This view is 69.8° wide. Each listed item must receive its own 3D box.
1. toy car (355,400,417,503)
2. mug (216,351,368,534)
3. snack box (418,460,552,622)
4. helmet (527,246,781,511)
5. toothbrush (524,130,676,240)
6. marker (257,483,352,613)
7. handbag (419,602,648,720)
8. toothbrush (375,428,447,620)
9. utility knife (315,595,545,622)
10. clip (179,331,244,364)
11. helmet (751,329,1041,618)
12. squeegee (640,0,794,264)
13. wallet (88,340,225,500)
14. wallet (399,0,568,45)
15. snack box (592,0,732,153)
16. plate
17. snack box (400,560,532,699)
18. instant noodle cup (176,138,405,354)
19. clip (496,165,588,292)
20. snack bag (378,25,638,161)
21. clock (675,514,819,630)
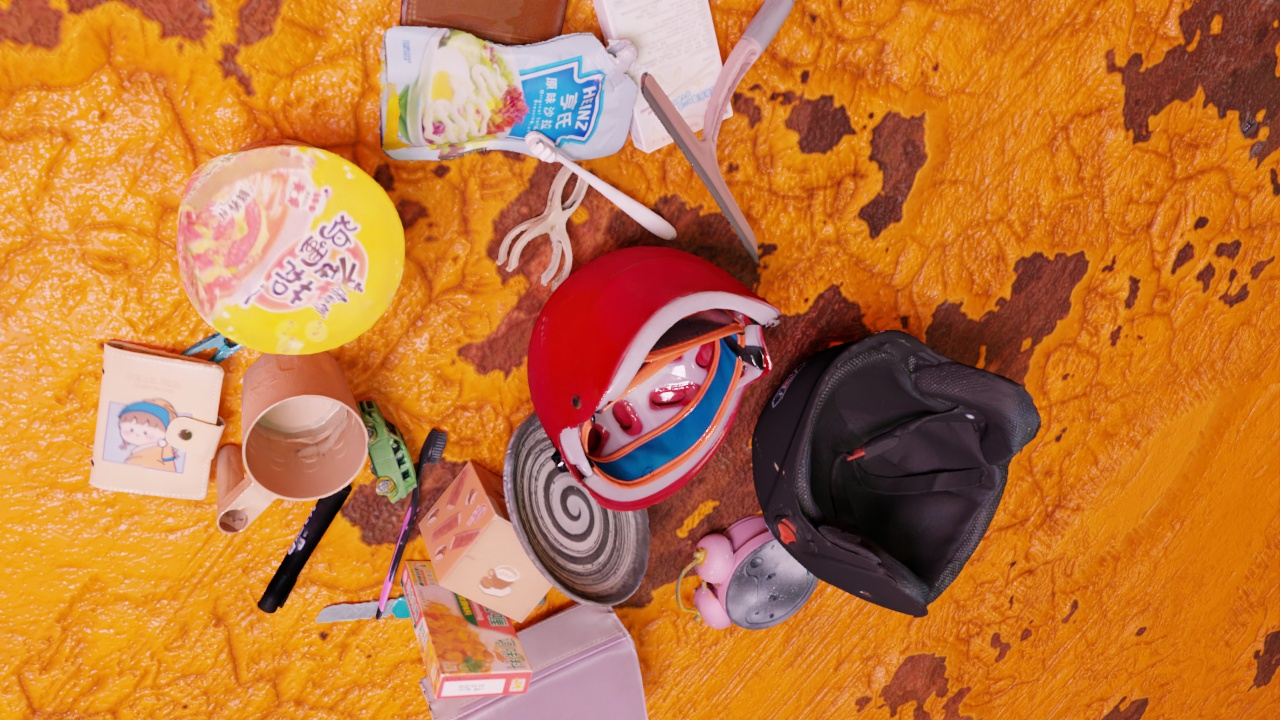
[{"bbox_3d":[-0.211,0.073,0.753,0.036,0.043,0.091,-21,122,-12],"label":"toy car"},{"bbox_3d":[-0.266,0.057,0.681,0.124,0.103,0.084,-45,124,0],"label":"mug"},{"bbox_3d":[-0.127,0.158,0.801,0.092,0.094,0.077,37,94,-34],"label":"snack box"},{"bbox_3d":[-0.005,0.004,0.760,0.206,0.144,0.240,-30,149,-23],"label":"helmet"},{"bbox_3d":[-0.025,-0.134,0.736,0.016,0.016,0.180,-36,142,24],"label":"toothbrush"},{"bbox_3d":[-0.282,0.157,0.772,0.022,0.020,0.132,22,103,-49],"label":"marker"},{"bbox_3d":[-0.098,0.334,0.897,0.196,0.098,0.145,-20,119,-17],"label":"handbag"},{"bbox_3d":[-0.202,0.146,0.804,0.017,0.014,0.189,9,106,-38],"label":"toothbrush"},{"bbox_3d":[-0.188,0.228,0.854,0.216,0.013,0.029,1,109,-25],"label":"utility knife"},{"bbox_3d":[-0.313,-0.010,0.682,0.056,0.014,0.043,-31,122,-7],"label":"clip"},{"bbox_3d":[0.214,0.098,0.857,0.275,0.231,0.233,49,68,-22],"label":"helmet"},{"bbox_3d":[0.090,-0.240,0.725,0.249,0.040,0.247,-64,148,-10],"label":"squeegee"},{"bbox_3d":[-0.354,0.048,0.677,0.087,0.024,0.115,14,107,-11],"label":"wallet"},{"bbox_3d":[-0.105,-0.277,0.645,0.124,0.032,0.101,1,110,-27],"label":"wallet"},{"bbox_3d":[0.016,-0.251,0.715,0.084,0.027,0.157,-26,122,-13],"label":"snack box"},{"bbox_3d":[-0.057,0.126,0.793,0.024,0.179,0.179,-27,130,30],"label":"plate"},{"bbox_3d":[-0.153,0.225,0.784,0.077,0.156,0.027,8,109,-28],"label":"snack box"},{"bbox_3d":[-0.238,-0.087,0.623,0.137,0.110,0.138,-11,118,-21],"label":"instant noodle cup"},{"bbox_3d":[-0.083,-0.107,0.734,0.092,0.035,0.103,-2,110,-26],"label":"clip"},{"bbox_3d":[-0.092,-0.192,0.673,0.190,0.038,0.111,-5,134,-21],"label":"snack bag"},{"bbox_3d":[0.110,0.225,0.968,0.158,0.060,0.117,-14,120,-21],"label":"clock"}]
